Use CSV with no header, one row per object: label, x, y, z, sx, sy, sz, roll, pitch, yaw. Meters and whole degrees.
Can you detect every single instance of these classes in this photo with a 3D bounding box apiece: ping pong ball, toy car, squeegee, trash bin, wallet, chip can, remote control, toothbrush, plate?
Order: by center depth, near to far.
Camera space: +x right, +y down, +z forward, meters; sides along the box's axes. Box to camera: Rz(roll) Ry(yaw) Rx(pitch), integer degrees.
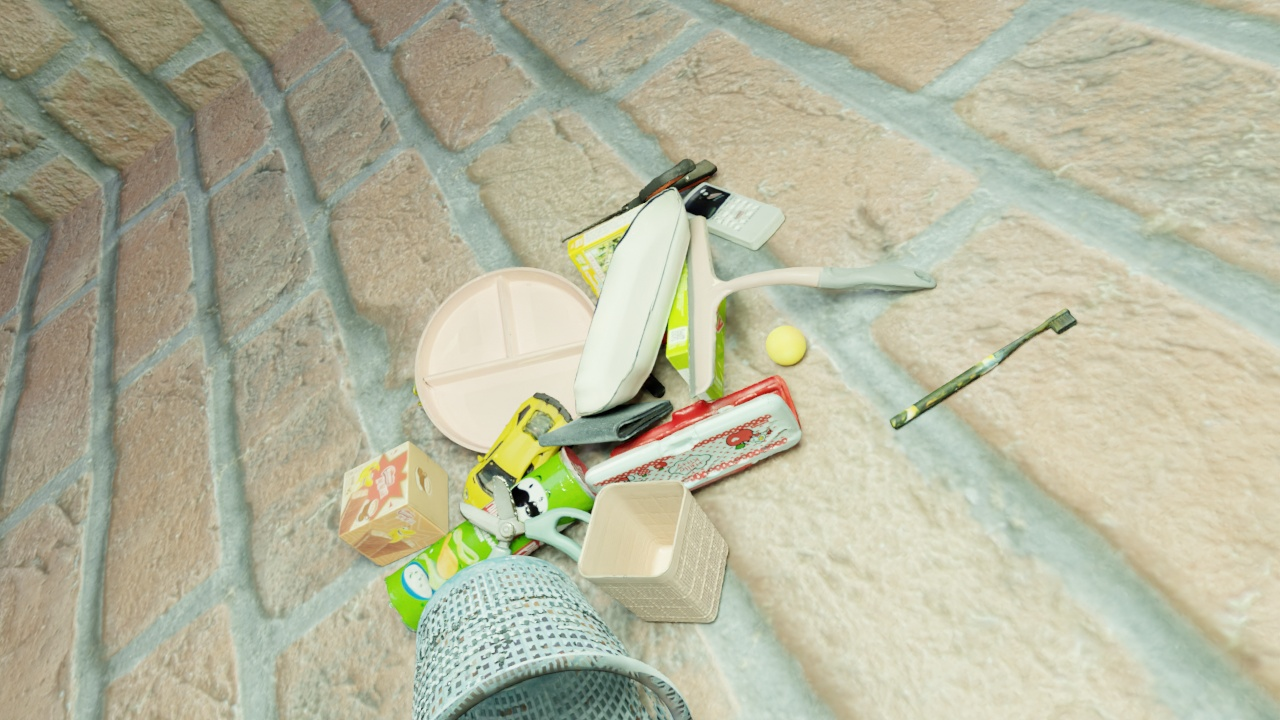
trash bin,-0.094,0.270,0.742,0.226,0.226,0.195,-39,29,-1
toothbrush,0.306,0.010,0.822,0.186,0.012,0.017,-33,53,5
squeegee,0.168,-0.078,0.913,0.250,0.040,0.247,-4,50,5
ping pong ball,0.148,-0.015,0.931,0.040,0.040,0.040,-19,45,20
chip can,-0.150,0.184,0.940,0.236,0.072,0.072,-36,42,3
wallet,-0.034,0.064,0.952,0.097,0.019,0.120,-7,9,32
plate,-0.004,-0.059,0.987,0.162,0.034,0.265,-24,46,59
toy car,-0.133,0.108,0.993,0.071,0.041,0.155,36,85,15
plate,-0.149,0.000,1.068,0.230,0.028,0.229,-3,70,8
remote control,0.106,-0.178,1.118,0.058,0.021,0.150,-48,43,-11

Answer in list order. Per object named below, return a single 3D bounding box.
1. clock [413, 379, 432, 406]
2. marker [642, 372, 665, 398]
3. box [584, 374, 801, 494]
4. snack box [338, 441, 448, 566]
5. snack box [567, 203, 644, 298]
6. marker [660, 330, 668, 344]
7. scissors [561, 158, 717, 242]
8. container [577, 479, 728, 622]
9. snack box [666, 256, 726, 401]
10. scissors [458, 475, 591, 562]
clock,-0.223,0.011,1.154,0.161,0.056,0.115,-7,50,30
marker,-0.006,0.006,1.040,0.018,0.015,0.124,-42,44,-2
box,0.048,0.070,0.882,0.202,0.100,0.102,-25,44,14
snack box,-0.278,0.163,1.042,0.094,0.077,0.092,-26,43,13
snack box,-0.007,-0.134,1.106,0.140,0.087,0.033,-26,37,13
marker,-0.018,-0.035,1.081,0.145,0.017,0.017,10,60,41
scissors,0.006,-0.203,1.135,0.220,0.021,0.234,-29,3,-31
container,0.017,0.172,0.804,0.090,0.111,0.089,-8,50,29
snack box,0.061,-0.042,0.982,0.026,0.086,0.156,-16,46,25
scissors,-0.093,0.189,0.887,0.181,0.019,0.170,-12,82,4
